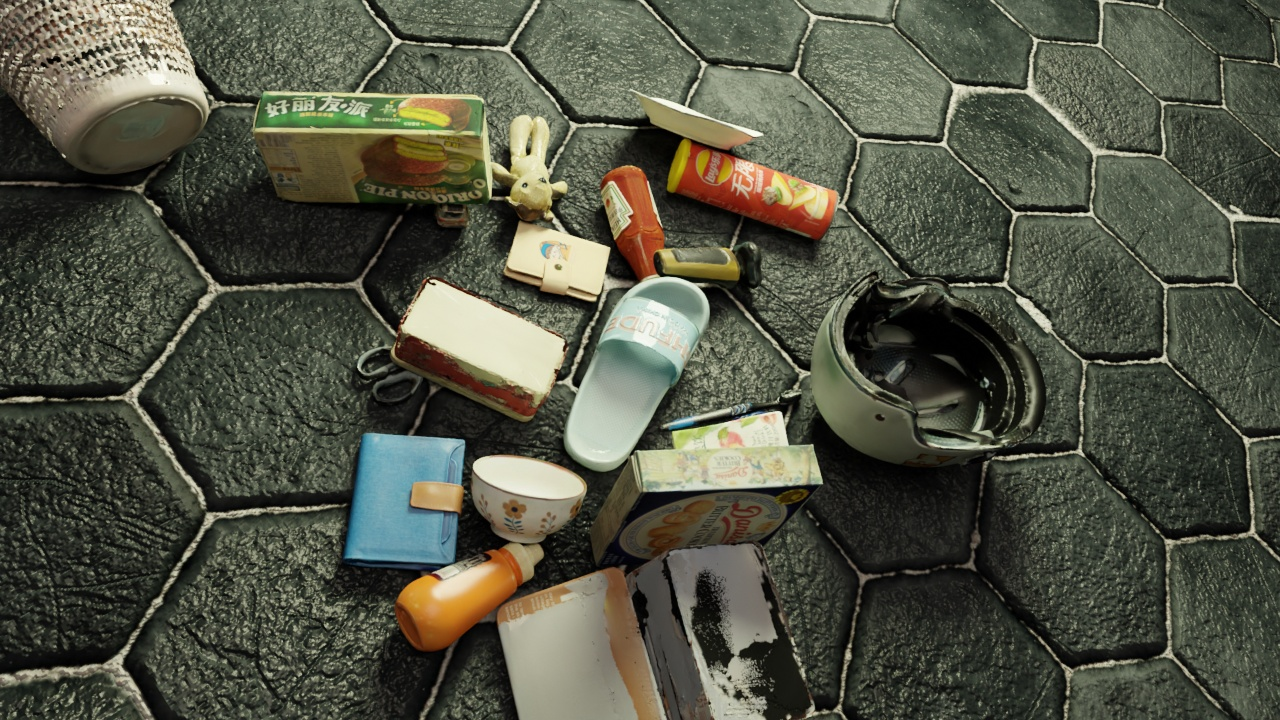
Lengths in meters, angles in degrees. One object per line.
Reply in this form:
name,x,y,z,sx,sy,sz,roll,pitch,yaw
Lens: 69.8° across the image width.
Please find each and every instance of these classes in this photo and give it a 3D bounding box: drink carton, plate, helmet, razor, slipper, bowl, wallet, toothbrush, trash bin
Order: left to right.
trash bin,-0.566,-0.313,0.953,0.226,0.228,0.192,-31,87,-29
wallet,-0.227,0.136,0.895,0.106,0.040,0.132,5,61,-10
bowl,-0.113,0.141,0.901,0.113,0.113,0.062,10,100,-12
wallet,-0.098,-0.116,1.087,0.115,0.024,0.087,17,59,-9
slipper,-0.006,0.006,1.000,0.104,0.074,0.244,29,69,-1
plate,0.070,-0.309,1.199,0.164,0.034,0.164,24,17,15
razor,0.082,-0.117,1.099,0.167,0.068,0.062,-3,57,-41
drink carton,0.097,0.095,0.998,0.122,0.045,0.053,-11,72,-2
toothbrush,0.107,0.057,1.058,0.189,0.016,0.014,-11,58,-22
helmet,0.307,0.029,1.054,0.273,0.157,0.229,7,57,-26

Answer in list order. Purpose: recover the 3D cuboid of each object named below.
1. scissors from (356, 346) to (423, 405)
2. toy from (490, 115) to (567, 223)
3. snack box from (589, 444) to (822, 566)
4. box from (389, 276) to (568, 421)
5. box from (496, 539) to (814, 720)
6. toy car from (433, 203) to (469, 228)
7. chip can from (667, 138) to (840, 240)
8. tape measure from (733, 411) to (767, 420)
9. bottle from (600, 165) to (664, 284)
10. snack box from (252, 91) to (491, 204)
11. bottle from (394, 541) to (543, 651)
scissors,-0.225,-0.015,0.995,0.135,0.014,0.174,26,57,-4
toy,-0.133,-0.236,1.119,0.105,0.066,0.157,16,51,-28
snack box,0.059,0.144,0.895,0.182,0.178,0.045,0,57,-17
box,-0.167,-0.014,0.964,0.168,0.080,0.091,25,55,-8
box,0.015,0.277,0.851,0.273,0.126,0.178,-9,65,-17
toy car,-0.224,-0.199,1.087,0.042,0.035,0.090,0,59,-19
chip can,0.146,-0.220,1.194,0.216,0.073,0.073,18,58,-8
tape measure,0.135,0.087,1.044,0.054,0.025,0.058,-15,77,-25
bottle,0.002,-0.136,1.110,0.059,0.060,0.206,-8,70,-22
snack box,-0.288,-0.232,1.012,0.240,0.115,0.063,-1,60,-4
bottle,-0.154,0.212,0.863,0.149,0.067,0.066,-26,72,-36
